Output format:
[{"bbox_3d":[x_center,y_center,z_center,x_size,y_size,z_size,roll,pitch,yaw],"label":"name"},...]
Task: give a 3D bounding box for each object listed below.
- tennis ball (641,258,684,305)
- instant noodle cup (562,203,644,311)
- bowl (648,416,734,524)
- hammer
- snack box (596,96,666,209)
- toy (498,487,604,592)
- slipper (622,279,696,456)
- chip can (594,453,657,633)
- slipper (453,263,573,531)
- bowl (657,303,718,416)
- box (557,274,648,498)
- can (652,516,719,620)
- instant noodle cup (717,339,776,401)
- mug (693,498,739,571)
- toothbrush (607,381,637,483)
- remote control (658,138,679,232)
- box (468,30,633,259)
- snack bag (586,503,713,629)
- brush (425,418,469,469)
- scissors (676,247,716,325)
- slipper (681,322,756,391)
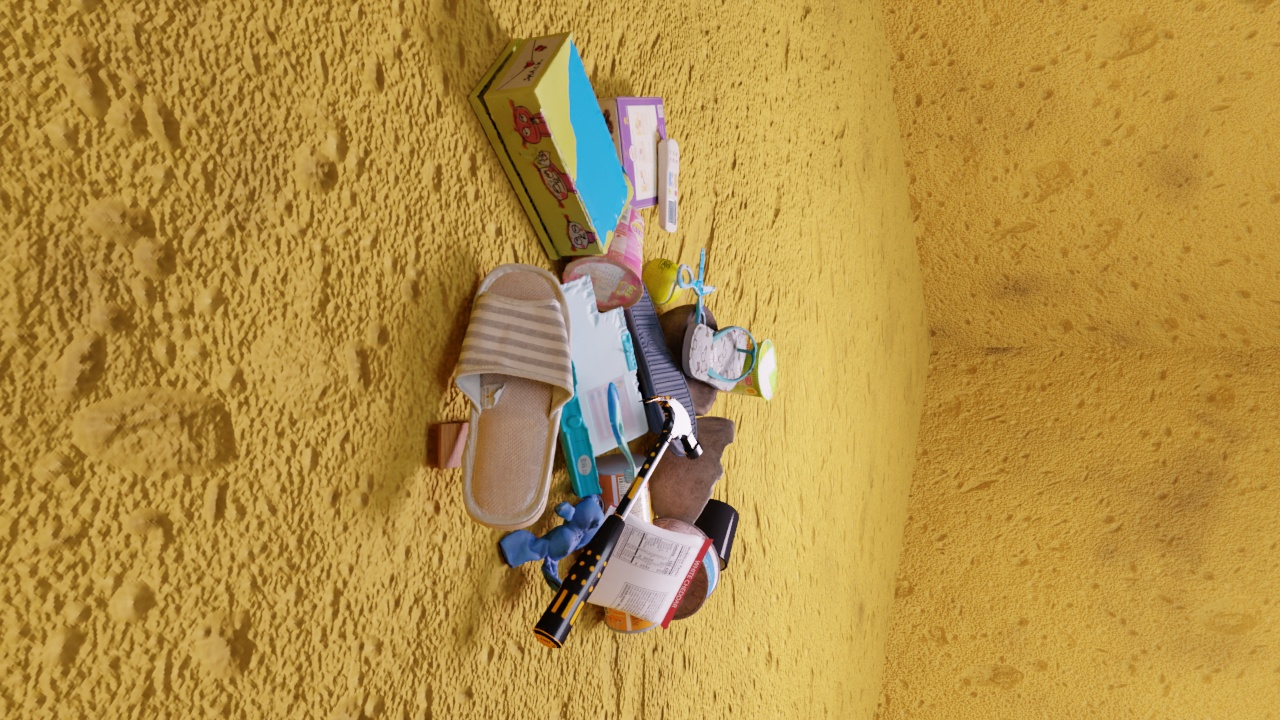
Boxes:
[{"bbox_3d":[0.028,-0.109,1.267,0.065,0.065,0.065,-2,92,-64],"label":"tennis ball"},{"bbox_3d":[-0.037,-0.131,1.113,0.098,0.098,0.108,60,32,-47],"label":"instant noodle cup"},{"bbox_3d":[0.057,0.147,1.285,0.178,0.081,0.178,-63,-175,8],"label":"bowl"},{"bbox_3d":[-0.027,0.175,1.027,0.319,0.036,0.123,-57,131,-30],"label":"hammer"},{"bbox_3d":[-0.009,-0.274,1.217,0.147,0.041,0.143,-30,117,-61],"label":"snack box"},{"bbox_3d":[-0.082,0.202,1.049,0.175,0.071,0.113,-47,120,-54],"label":"toy"},{"bbox_3d":[-0.007,0.007,1.197,0.101,0.083,0.263,-14,84,-64],"label":"slipper"},{"bbox_3d":[-0.019,0.232,1.167,0.075,0.075,0.215,-29,116,-61],"label":"chip can"},{"bbox_3d":[-0.123,0.027,0.890,0.054,0.114,0.272,116,-24,-68],"label":"slipper"},{"bbox_3d":[0.057,0.000,1.325,0.162,0.070,0.162,-2,92,-64],"label":"bowl"},{"bbox_3d":[-0.070,0.022,1.058,0.169,0.086,0.227,-49,133,-56],"label":"box"},{"bbox_3d":[0.038,0.277,1.222,0.044,0.130,0.130,-29,116,-61],"label":"can"},{"bbox_3d":[0.156,0.015,1.489,0.098,0.108,0.099,1,90,-65],"label":"instant noodle cup"},{"bbox_3d":[0.105,0.281,1.440,0.114,0.078,0.087,101,7,-55],"label":"mug"},{"bbox_3d":[-0.023,0.086,1.056,0.022,0.017,0.135,-48,130,-55],"label":"toothbrush"},{"bbox_3d":[0.038,-0.237,1.246,0.038,0.018,0.125,-5,97,-64],"label":"remote control"},{"bbox_3d":[-0.089,-0.231,1.012,0.221,0.083,0.124,66,34,-44],"label":"box"},{"bbox_3d":[0.000,0.253,1.114,0.131,0.144,0.039,-64,-160,9],"label":"snack bag"},{"bbox_3d":[-0.168,0.083,0.921,0.126,0.017,0.048,2,88,-64],"label":"brush"},{"bbox_3d":[0.079,-0.090,1.274,0.133,0.011,0.139,-10,99,-66],"label":"scissors"},{"bbox_3d":[0.124,-0.002,1.310,0.268,0.055,0.098,1,97,-67],"label":"slipper"}]
